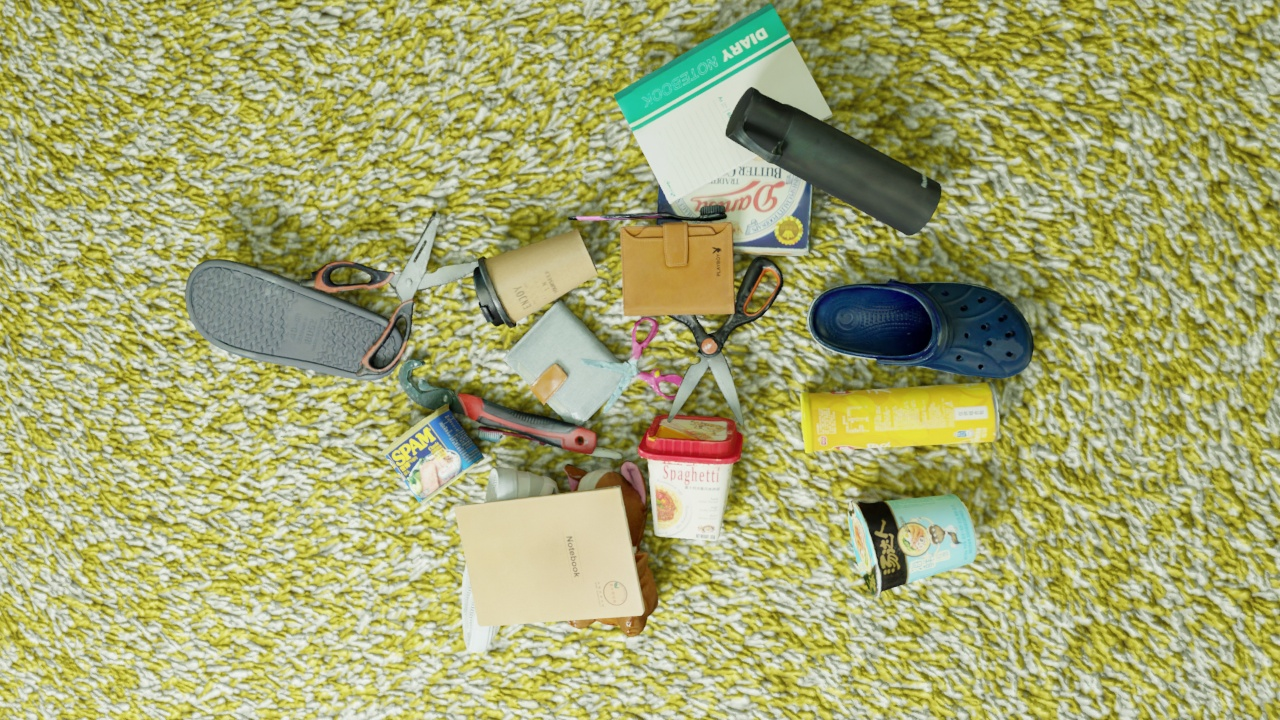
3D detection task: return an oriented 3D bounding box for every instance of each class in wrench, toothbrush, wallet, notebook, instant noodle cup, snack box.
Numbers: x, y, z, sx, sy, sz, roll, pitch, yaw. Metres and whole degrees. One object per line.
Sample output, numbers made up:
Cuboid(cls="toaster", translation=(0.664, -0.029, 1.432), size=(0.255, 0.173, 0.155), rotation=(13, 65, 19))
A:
Cuboid(cls="wrench", translation=(-0.181, 0.062, 1.138), size=(0.273, 0.016, 0.056), rotation=(20, 105, 12))
Cuboid(cls="toothbrush", translation=(0.007, -0.171, 1.071), size=(0.189, 0.014, 0.017), rotation=(1, 81, 11))
Cuboid(cls="wallet", translation=(0.043, -0.105, 1.061), size=(0.132, 0.031, 0.108), rotation=(0, 99, 8))
Cuboid(cls="notebook", translation=(0.092, -0.294, 1.055), size=(0.209, 0.012, 0.150), rotation=(-28, 84, 9))
Cuboid(cls="instant noodle cup", translation=(0.059, 0.137, 1.071), size=(0.116, 0.116, 0.124), rotation=(2, 103, 8))
Cuboid(cls="notebook", translation=(-0.106, 0.224, 1.039), size=(0.208, 0.008, 0.148), rotation=(-9, 95, 19))
Cuboid(cls="toothbrush", translation=(-0.114, 0.105, 1.140), size=(0.188, 0.016, 0.017), rotation=(10, 101, 8))
Cuboid(cls="instant noodle cup", translation=(0.308, 0.200, 1.037), size=(0.120, 0.111, 0.111), rotation=(-12, 90, 1))
Cuboid(cls="wallet", translation=(-0.091, 0.008, 1.122), size=(0.106, 0.037, 0.129), rotation=(-45, 86, 6))
Cuboid(cls="snack box", translation=(0.114, -0.218, 1.081), size=(0.178, 0.045, 0.182), rotation=(3, 91, 9))

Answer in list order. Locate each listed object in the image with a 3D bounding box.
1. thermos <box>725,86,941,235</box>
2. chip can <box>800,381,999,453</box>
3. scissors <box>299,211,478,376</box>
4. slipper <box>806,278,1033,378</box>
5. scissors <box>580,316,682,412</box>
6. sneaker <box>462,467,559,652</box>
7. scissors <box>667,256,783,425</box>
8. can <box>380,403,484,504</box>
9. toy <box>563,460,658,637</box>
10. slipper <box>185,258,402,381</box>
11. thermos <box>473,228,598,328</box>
Cuboid(cls="thermos", translation=(0.210, -0.210, 1.008), size=(0.242, 0.089, 0.069), rotation=(23, 139, -13))
Cuboid(cls="chip can", translation=(0.292, 0.064, 1.048), size=(0.213, 0.072, 0.072), rotation=(-4, 91, 9))
Cuboid(cls="scissors", translation=(-0.300, -0.081, 1.133), size=(0.223, 0.015, 0.189), rotation=(-10, 98, -11))
Cuboid(cls="slipper", translation=(0.315, -0.042, 1.032), size=(0.253, 0.095, 0.105), rotation=(8, 95, 12))
Cuboid(cls="scissors", translation=(-0.006, 0.005, 1.103), size=(0.133, 0.017, 0.134), rotation=(11, 81, -14))
Cuboid(cls="sneaker", translation=(-0.158, 0.245, 1.122), size=(0.090, 0.089, 0.242), rotation=(8, 106, -23))
Cuboid(cls="scissors", translation=(0.085, -0.038, 1.082), size=(0.232, 0.022, 0.221), rotation=(-40, 75, -2))
Cuboid(cls="can", translation=(-0.255, 0.117, 1.133), size=(0.102, 0.057, 0.083), rotation=(-36, 91, 21))
Cuboid(cls="toy", translation=(-0.043, 0.218, 1.086), size=(0.140, 0.130, 0.199), rotation=(-4, 83, 33))
Cuboid(cls="slipper", translation=(-0.432, -0.045, 1.158), size=(0.268, 0.083, 0.110), rotation=(19, 92, -11))
Cuboid(cls="thermos", translation=(-0.127, -0.101, 1.103), size=(0.143, 0.093, 0.093), rotation=(-23, 88, 1))
